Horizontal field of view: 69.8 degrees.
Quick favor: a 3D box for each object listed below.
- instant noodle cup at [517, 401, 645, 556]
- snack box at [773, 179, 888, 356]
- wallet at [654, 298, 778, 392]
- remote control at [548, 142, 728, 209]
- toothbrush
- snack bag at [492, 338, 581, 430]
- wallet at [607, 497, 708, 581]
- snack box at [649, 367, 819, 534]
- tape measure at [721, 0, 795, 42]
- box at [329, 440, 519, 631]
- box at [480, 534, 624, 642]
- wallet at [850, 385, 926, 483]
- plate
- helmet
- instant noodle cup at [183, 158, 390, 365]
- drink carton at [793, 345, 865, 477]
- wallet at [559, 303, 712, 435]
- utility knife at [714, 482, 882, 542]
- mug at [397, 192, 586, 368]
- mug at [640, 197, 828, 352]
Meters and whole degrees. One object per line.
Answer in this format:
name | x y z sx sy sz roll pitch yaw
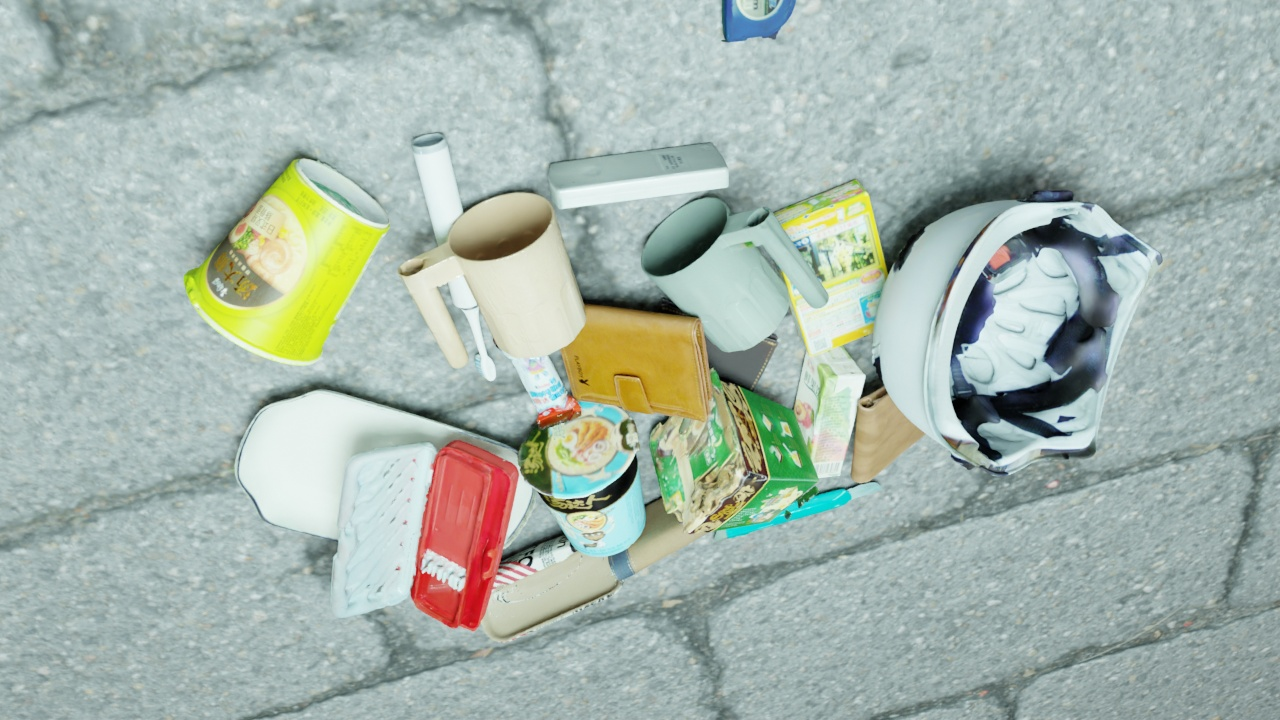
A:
instant noodle cup | -0.043 0.117 0.846 0.111 0.111 0.120 -16 132 0
snack box | 0.166 -0.077 0.795 0.087 0.033 0.140 -22 126 4
wallet | 0.053 0.002 0.834 0.122 0.020 0.096 17 116 -20
remote control | -0.003 -0.141 0.704 0.135 0.056 0.019 -9 125 -6
toothbrush | -0.145 -0.073 0.740 0.026 0.026 0.221 -34 133 -33
snack bag | -0.089 0.013 0.806 0.045 0.026 0.105 -18 116 13
wallet | 0.022 0.162 0.895 0.115 0.090 0.033 -31 105 8
snack box | 0.088 0.089 0.832 0.105 0.117 0.118 10 138 -32
tape measure | 0.083 -0.260 0.659 0.054 0.025 0.058 -9 129 -7
box | -0.196 0.159 0.826 0.157 0.069 0.202 9 122 -13
box | -0.098 0.228 0.922 0.162 0.075 0.086 -27 94 5
wallet | 0.247 0.054 0.875 0.115 0.020 0.101 -29 136 -25
plate | -0.227 0.105 0.840 0.265 0.034 0.162 19 118 -22
helmet | 0.287 -0.032 0.767 0.258 0.146 0.229 2 105 -29
instant noodle cup | -0.252 -0.078 0.675 0.111 0.111 0.123 33 104 -28
drink carton | 0.175 0.050 0.868 0.045 0.053 0.123 -4 124 -14
wallet | -0.005 0.005 0.784 0.131 0.035 0.119 8 129 23
utility knife | 0.164 0.157 0.962 0.185 0.013 0.029 -16 128 1
mug | -0.110 -0.055 0.712 0.124 0.084 0.104 -28 134 -10
mug | 0.078 -0.070 0.737 0.124 0.083 0.103 -7 139 42
